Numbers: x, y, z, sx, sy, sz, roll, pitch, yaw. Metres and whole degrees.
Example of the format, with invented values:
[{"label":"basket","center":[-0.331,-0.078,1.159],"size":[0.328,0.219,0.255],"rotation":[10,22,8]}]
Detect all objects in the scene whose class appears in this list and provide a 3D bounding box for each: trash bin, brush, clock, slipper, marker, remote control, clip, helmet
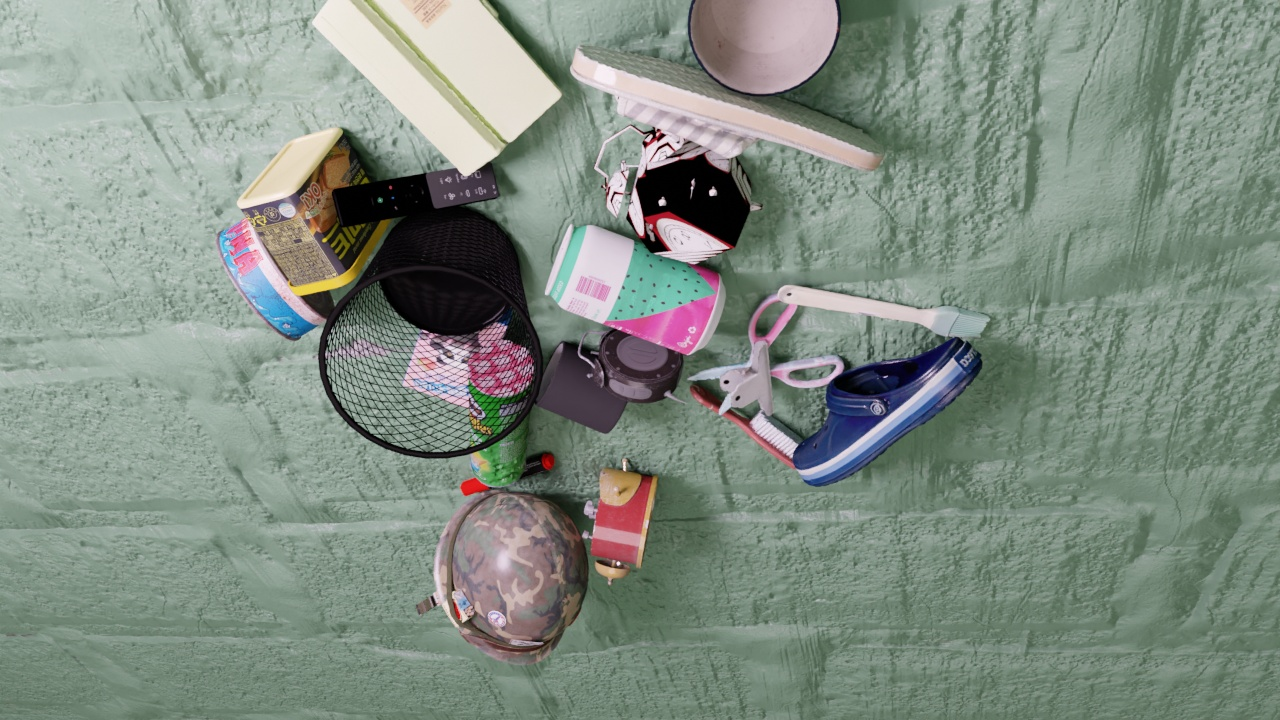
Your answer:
[{"label":"trash bin","center":[-0.186,-0.043,0.859],"size":[0.184,0.210,0.184],"rotation":[-3,119,-6]},{"label":"brush","center":[0.130,0.070,1.066],"size":[0.172,0.041,0.030],"rotation":[34,112,-19]},{"label":"clock","center":[-0.031,0.210,1.163],"size":[0.081,0.117,0.159],"rotation":[11,115,4]},{"label":"clock","center":[-0.006,0.006,0.985],"size":[0.123,0.091,0.044],"rotation":[12,135,3]},{"label":"clock","center":[0.028,-0.153,0.843],"size":[0.154,0.064,0.115],"rotation":[31,131,-21]},{"label":"slipper","center":[0.250,0.043,0.981],"size":[0.095,0.104,0.254],"rotation":[46,134,1]},{"label":"slipper","center":[0.073,-0.202,0.764],"size":[0.272,0.114,0.054],"rotation":[14,113,-8]},{"label":"marker","center":[-0.174,0.150,1.202],"size":[0.145,0.021,0.023],"rotation":[-21,152,27]},{"label":"remote control","center":[-0.206,-0.154,0.852],"size":[0.149,0.013,0.034],"rotation":[-15,95,-21]},{"label":"brush","center":[0.247,-0.052,0.936],"size":[0.217,0.012,0.033],"rotation":[9,134,-3]},{"label":"clip","center":[0.114,0.024,0.993],"size":[0.054,0.041,0.102],"rotation":[-19,128,-10]},{"label":"helmet","center":[-0.168,0.281,1.193],"size":[0.237,0.192,0.224],"rotation":[-7,96,51]}]

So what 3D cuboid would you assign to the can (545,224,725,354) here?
[{"label":"can","center":[-0.004,-0.071,0.912],"size":[0.166,0.088,0.088],"rotation":[20,134,-10]}]

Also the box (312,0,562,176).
[{"label":"box","center":[-0.175,-0.256,0.785],"size":[0.141,0.048,0.188],"rotation":[-30,117,29]}]

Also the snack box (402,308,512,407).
[{"label":"snack box","center":[-0.209,-0.013,1.041],"size":[0.088,0.033,0.155],"rotation":[21,133,-12]}]

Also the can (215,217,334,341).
[{"label":"can","center":[-0.366,-0.086,0.926],"size":[0.044,0.130,0.130],"rotation":[-31,126,0]}]

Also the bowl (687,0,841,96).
[{"label":"bowl","center":[0.097,-0.274,0.718],"size":[0.115,0.059,0.116],"rotation":[5,134,5]}]

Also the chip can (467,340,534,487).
[{"label":"chip can","center":[-0.162,0.068,1.060],"size":[0.075,0.075,0.224],"rotation":[12,145,-2]}]

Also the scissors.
[{"label":"scissors","center":[0.144,0.005,0.996],"size":[0.168,0.014,0.171],"rotation":[20,122,-17]}]

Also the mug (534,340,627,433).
[{"label":"mug","center":[-0.069,0.035,1.043],"size":[0.088,0.078,0.114],"rotation":[24,160,-14]}]

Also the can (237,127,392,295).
[{"label":"can","center":[-0.303,-0.143,0.866],"size":[0.073,0.130,0.101],"rotation":[-9,129,18]}]
